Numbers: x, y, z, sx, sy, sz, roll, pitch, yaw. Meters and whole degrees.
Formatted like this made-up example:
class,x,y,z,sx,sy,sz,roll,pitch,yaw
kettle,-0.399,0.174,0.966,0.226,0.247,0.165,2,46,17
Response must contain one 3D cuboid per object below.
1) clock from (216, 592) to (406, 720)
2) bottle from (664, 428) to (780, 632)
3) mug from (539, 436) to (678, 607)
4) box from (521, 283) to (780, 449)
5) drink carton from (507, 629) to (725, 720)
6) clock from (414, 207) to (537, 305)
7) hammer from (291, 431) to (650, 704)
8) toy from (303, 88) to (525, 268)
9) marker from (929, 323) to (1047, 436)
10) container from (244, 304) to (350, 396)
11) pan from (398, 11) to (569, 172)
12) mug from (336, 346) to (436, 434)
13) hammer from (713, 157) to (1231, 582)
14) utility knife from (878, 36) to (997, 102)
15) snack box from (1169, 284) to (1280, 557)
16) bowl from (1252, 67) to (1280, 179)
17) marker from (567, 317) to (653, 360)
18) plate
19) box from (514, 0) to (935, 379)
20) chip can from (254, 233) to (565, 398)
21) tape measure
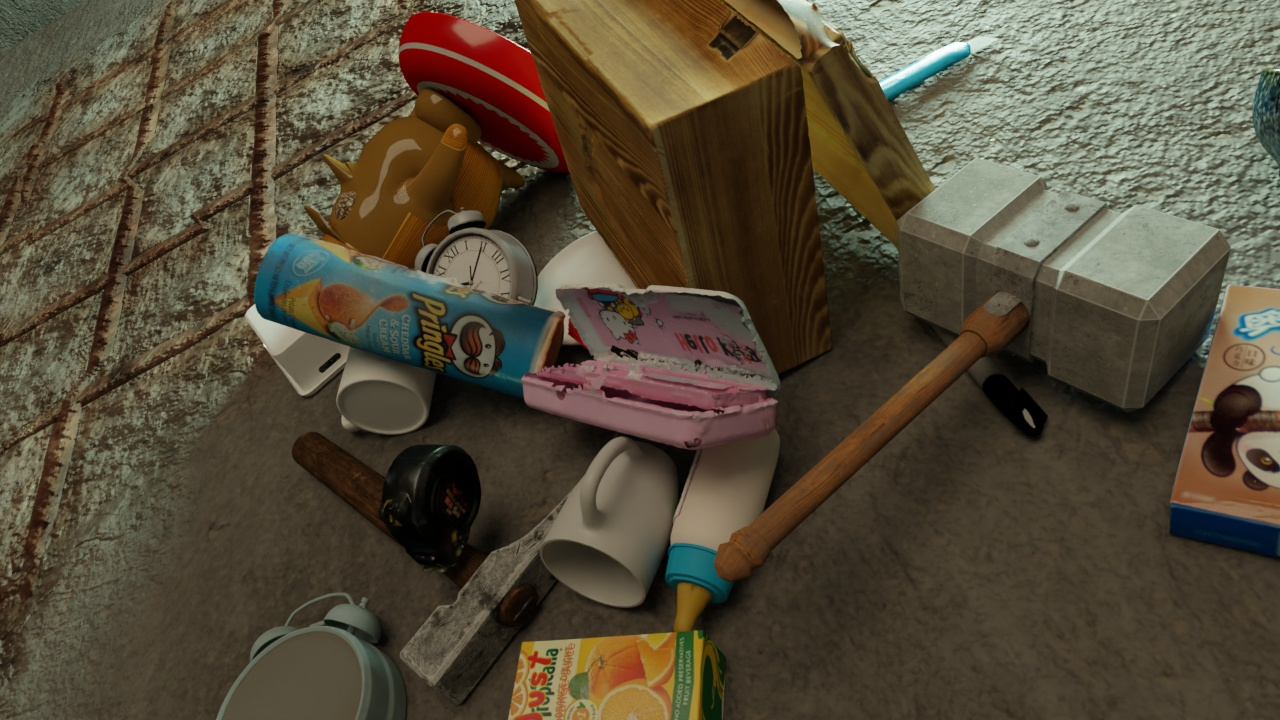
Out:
class,x,y,z,sx,sy,sz,roll,pitch,yaw
clock,-0.219,0.227,0.606,0.123,0.045,0.159,-21,47,11
bottle,0.046,0.101,0.563,0.051,0.051,0.145,2,54,30
mug,-0.014,0.087,0.571,0.071,0.107,0.089,13,50,20
box,0.001,-0.008,0.592,0.087,0.095,0.202,-5,8,-35
drink carton,-0.017,0.194,0.525,0.123,0.041,0.058,-11,48,22
clock,-0.143,-0.074,0.779,0.095,0.035,0.122,-43,76,18
hammer,-0.158,0.088,0.699,0.301,0.037,0.217,22,66,41
toy,-0.227,-0.136,0.856,0.203,0.162,0.199,-58,17,-9
marker,0.215,-0.001,0.585,0.022,0.016,0.138,-7,42,-14
container,-0.328,-0.030,0.886,0.080,0.049,0.129,-43,45,-11
pan,-0.156,-0.253,0.919,0.067,0.208,0.357,-64,24,-5
mug,-0.221,0.014,0.782,0.111,0.073,0.090,-37,37,34
hammer,0.157,0.016,0.507,0.317,0.083,0.163,-37,45,-21
utility knife,0.223,-0.236,0.783,0.173,0.015,0.031,-28,47,4
snack box,0.338,0.030,0.474,0.087,0.034,0.151,11,58,36
bowl,0.416,-0.128,0.540,0.114,0.061,0.114,11,23,-5
marker,-0.004,0.004,0.687,0.145,0.021,0.023,36,110,37
plate,-0.034,-0.063,0.778,0.135,0.011,0.134,-15,47,17
box,0.062,-0.180,0.649,0.215,0.257,0.279,-26,46,-5
chip can,-0.175,-0.034,0.713,0.229,0.080,0.079,17,57,2
tape measure,-0.138,0.092,0.608,0.042,0.071,0.072,-3,45,33
